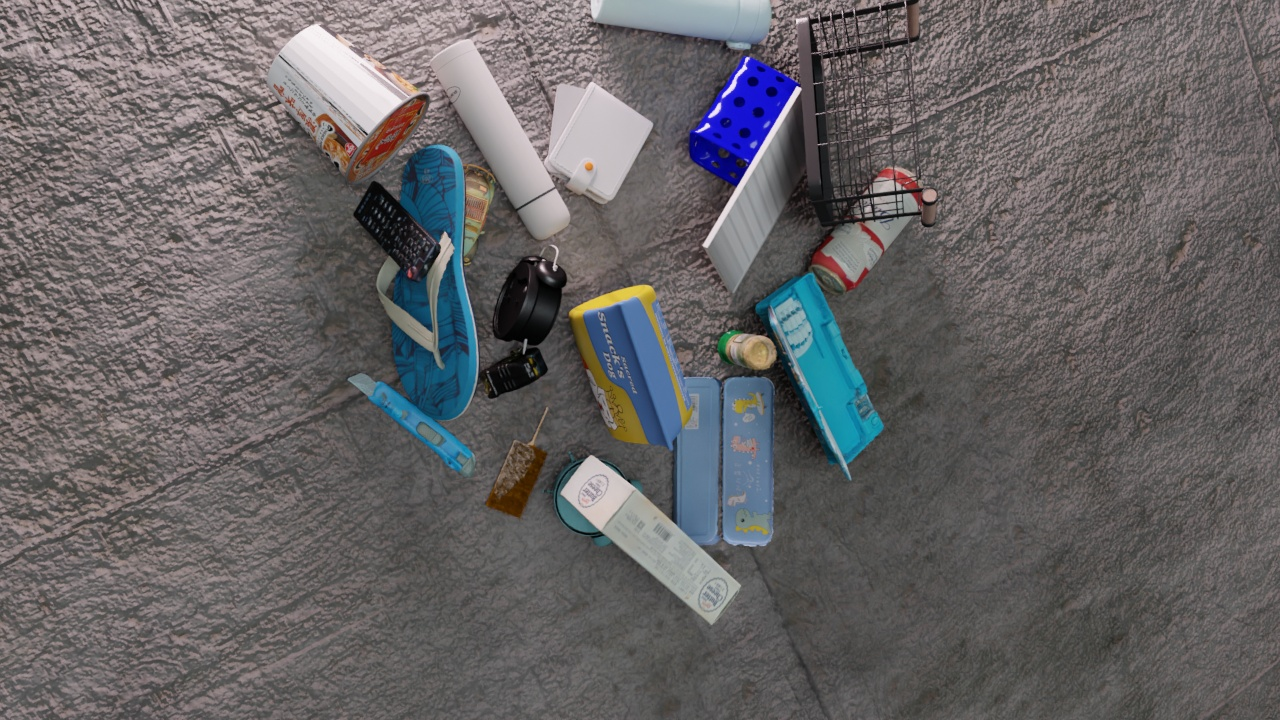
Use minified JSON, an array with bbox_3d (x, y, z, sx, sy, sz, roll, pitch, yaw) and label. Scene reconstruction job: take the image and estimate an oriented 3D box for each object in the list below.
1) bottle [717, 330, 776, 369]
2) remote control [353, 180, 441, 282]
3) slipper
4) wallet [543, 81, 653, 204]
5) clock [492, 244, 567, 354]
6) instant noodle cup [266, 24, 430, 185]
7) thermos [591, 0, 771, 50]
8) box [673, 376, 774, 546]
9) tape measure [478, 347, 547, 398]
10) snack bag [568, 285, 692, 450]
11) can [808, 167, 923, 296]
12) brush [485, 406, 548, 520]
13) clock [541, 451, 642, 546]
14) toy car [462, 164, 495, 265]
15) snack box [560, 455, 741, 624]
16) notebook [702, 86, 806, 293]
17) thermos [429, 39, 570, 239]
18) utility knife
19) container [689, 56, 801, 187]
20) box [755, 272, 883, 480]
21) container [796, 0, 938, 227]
[{"bbox_3d":[0.124,-0.013,1.074,0.043,0.111,0.043,-1,94,-11],"label":"bottle"},{"bbox_3d":[-0.249,-0.133,0.947,0.022,0.150,0.047,21,107,-50],"label":"remote control"},{"bbox_3d":[-0.230,-0.083,0.964,0.060,0.118,0.295,2,86,-57],"label":"slipper"},{"bbox_3d":[-0.061,-0.252,1.045,0.115,0.037,0.118,30,81,-16],"label":"wallet"},{"bbox_3d":[-0.119,-0.071,1.010,0.042,0.091,0.121,20,94,-27],"label":"clock"},{"bbox_3d":[-0.302,-0.266,0.935,0.122,0.124,0.123,42,81,-6],"label":"instant noodle cup"},{"bbox_3d":[0.050,-0.408,1.055,0.206,0.065,0.078,2,115,-17],"label":"thermos"},{"bbox_3d":[0.101,0.123,1.119,0.127,0.034,0.209,0,93,-6],"label":"box"},{"bbox_3d":[-0.137,0.008,1.021,0.067,0.062,0.038,-20,101,23],"label":"tape measure"},{"bbox_3d":[-0.006,0.006,0.984,0.102,0.205,0.159,-19,98,-4],"label":"snack bag"},{"bbox_3d":[0.281,-0.161,1.138,0.067,0.067,0.170,42,81,-15],"label":"can"},{"bbox_3d":[-0.132,0.117,1.054,0.048,0.017,0.126,24,86,-17],"label":"brush"},{"bbox_3d":[-0.048,0.163,1.064,0.124,0.053,0.090,37,83,-15],"label":"clock"},{"bbox_3d":[-0.190,-0.161,1.005,0.047,0.047,0.112,16,88,-21],"label":"toy car"},{"bbox_3d":[0.012,0.198,1.008,0.057,0.104,0.208,-49,122,-9],"label":"snack box"},{"bbox_3d":[0.143,-0.192,1.070,0.009,0.142,0.209,28,83,23],"label":"notebook"},{"bbox_3d":[-0.150,-0.238,1.010,0.052,0.052,0.224,-33,102,-13],"label":"thermos"},{"bbox_3d":[-0.250,0.070,1.018,0.174,0.015,0.031,40,77,-14],"label":"utility knife"},{"bbox_3d":[0.122,-0.275,1.066,0.085,0.084,0.113,32,82,9],"label":"container"},{"bbox_3d":[0.208,0.027,1.100,0.227,0.072,0.181,63,34,-12],"label":"box"},{"bbox_3d":[0.258,-0.274,1.037,0.130,0.162,0.241,-5,83,16],"label":"container"}]
